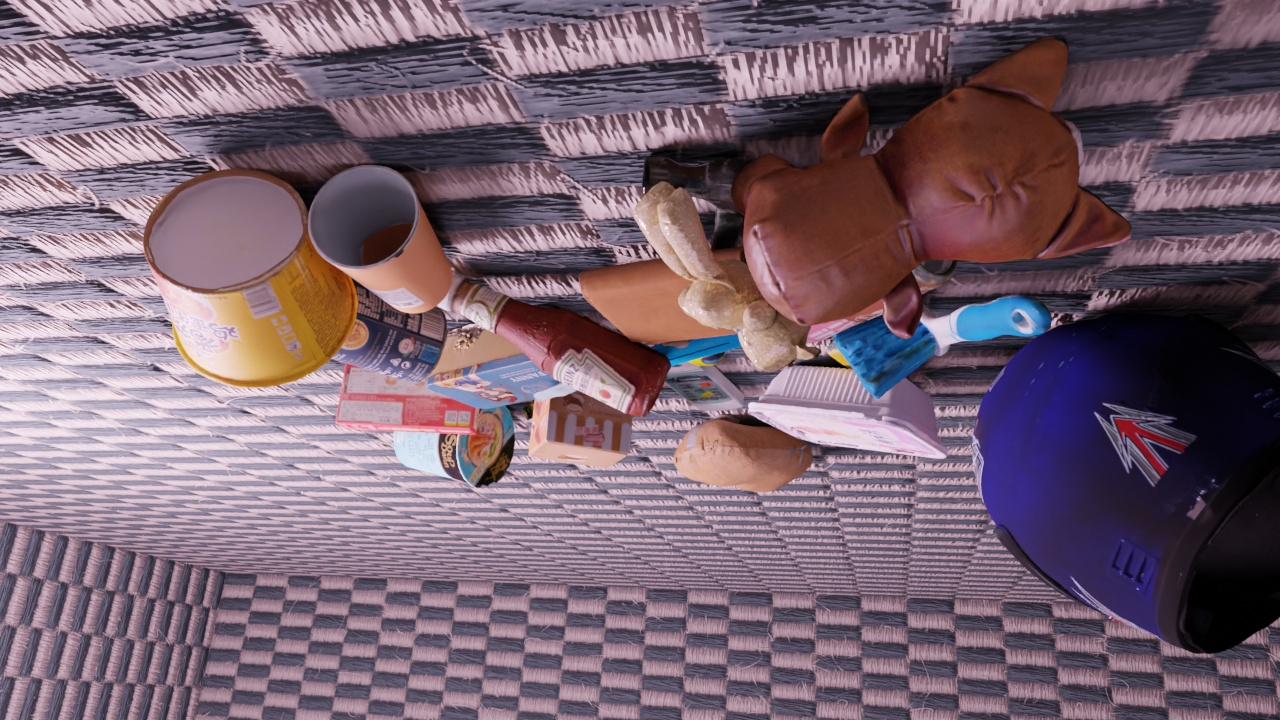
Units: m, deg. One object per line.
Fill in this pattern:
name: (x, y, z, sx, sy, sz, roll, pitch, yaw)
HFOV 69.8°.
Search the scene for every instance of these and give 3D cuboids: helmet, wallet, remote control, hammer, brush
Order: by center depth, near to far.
brush: (0.202, -0.014, 0.655, 0.109, 0.060, 0.314, -33, 179, 12)
wallet: (0.035, -0.046, 0.699, 0.132, 0.031, 0.108, -6, 153, 27)
hammer: (0.065, -0.063, 0.736, 0.126, 0.031, 0.324, 4, 159, 2)
helmet: (0.420, 0.092, 0.779, 0.315, 0.247, 0.240, 34, -172, -42)
remote control: (0.065, 0.026, 0.989, 0.056, 0.019, 0.135, -6, 157, 24)

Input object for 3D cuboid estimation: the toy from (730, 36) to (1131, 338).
toy: (0.160, -0.091, 0.530, 0.200, 0.130, 0.140, -22, 110, 30)

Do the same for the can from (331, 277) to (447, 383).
can: (-0.238, -0.028, 0.824, 0.111, 0.075, 0.075, 20, 154, -37)

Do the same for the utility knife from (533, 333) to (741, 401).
utility knife: (-0.005, 0.005, 0.819, 0.237, 0.018, 0.034, -18, 150, 30)

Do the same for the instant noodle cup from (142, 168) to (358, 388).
instant noodle cup: (-0.287, -0.064, 0.670, 0.138, 0.137, 0.110, 5, 150, -2)

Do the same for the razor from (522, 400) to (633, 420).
razor: (-0.071, 0.056, 1.080, 0.133, 0.028, 0.043, 0, -177, 19)

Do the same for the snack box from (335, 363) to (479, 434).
snack box: (-0.252, 0.039, 1.006, 0.153, 0.075, 0.025, 2, 161, 5)

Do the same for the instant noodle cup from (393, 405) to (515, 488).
instant noodle cup: (-0.235, 0.096, 1.131, 0.121, 0.111, 0.111, 3, 161, 29)

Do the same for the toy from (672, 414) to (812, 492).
toy: (0.154, 0.127, 1.167, 0.225, 0.082, 0.144, 15, 162, -34)

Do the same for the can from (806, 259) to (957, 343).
can: (0.165, -0.060, 0.689, 0.058, 0.057, 0.148, 14, 157, -25)

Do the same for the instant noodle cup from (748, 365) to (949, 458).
instant noodle cup: (0.212, 0.048, 0.926, 0.174, 0.060, 0.138, 2, 163, 40)

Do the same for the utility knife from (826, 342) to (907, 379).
utility knife: (0.229, 0.007, 0.910, 0.033, 0.015, 0.163, -9, 156, 39)

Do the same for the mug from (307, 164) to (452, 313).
mug: (-0.184, -0.081, 0.682, 0.078, 0.078, 0.123, 2, 163, 6)

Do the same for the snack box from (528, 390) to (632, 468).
snack box: (-0.064, 0.058, 0.992, 0.092, 0.094, 0.077, 11, 159, -18)

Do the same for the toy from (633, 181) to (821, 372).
toy: (0.056, -0.052, 0.603, 0.157, 0.066, 0.105, 44, 163, -27)

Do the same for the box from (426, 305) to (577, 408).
box: (-0.121, -0.001, 0.896, 0.185, 0.061, 0.089, -11, 155, 39)

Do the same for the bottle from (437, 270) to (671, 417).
bottle: (-0.076, -0.019, 0.776, 0.206, 0.059, 0.060, 25, 159, 4)
